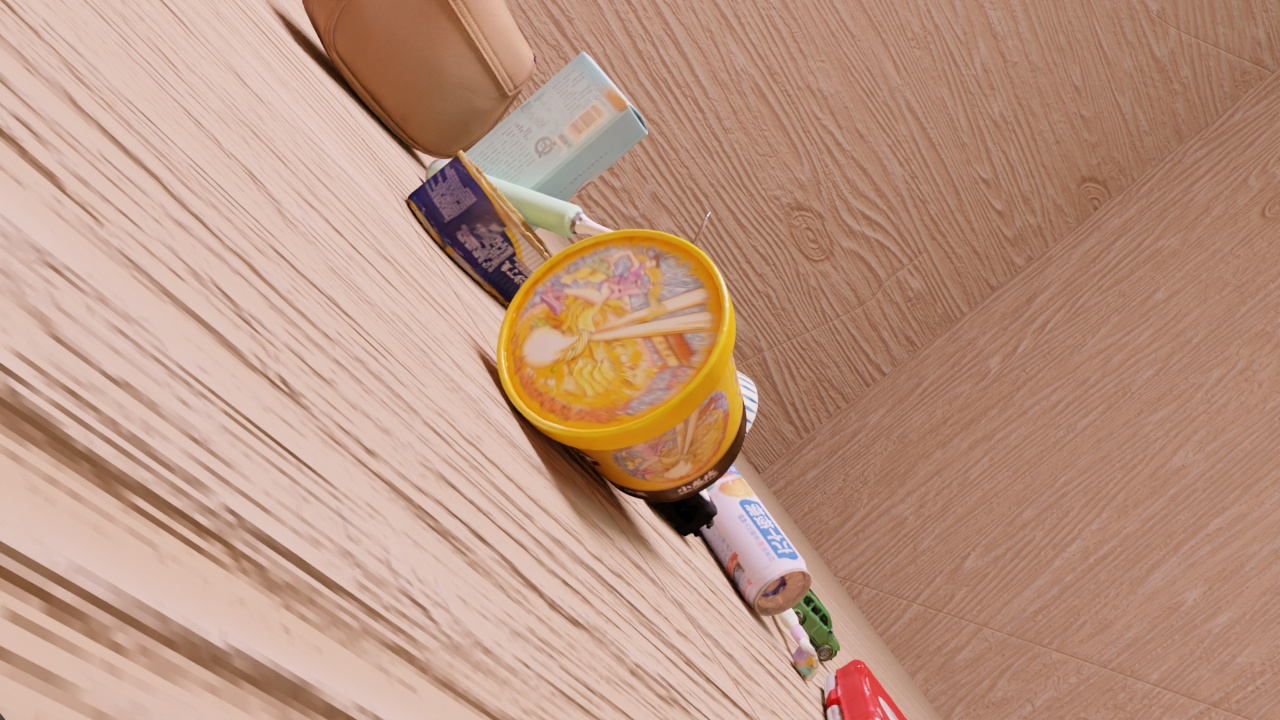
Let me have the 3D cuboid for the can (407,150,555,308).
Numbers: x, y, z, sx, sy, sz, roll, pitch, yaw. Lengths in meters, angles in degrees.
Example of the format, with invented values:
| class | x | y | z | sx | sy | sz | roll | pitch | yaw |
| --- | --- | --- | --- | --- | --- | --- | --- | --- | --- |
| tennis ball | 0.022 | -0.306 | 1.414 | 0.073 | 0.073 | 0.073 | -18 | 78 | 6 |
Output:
| class | x | y | z | sx | sy | sz | roll | pitch | yaw |
| --- | --- | --- | --- | --- | --- | --- | --- | --- | --- |
| can | -0.103 | -0.085 | 0.648 | 0.074 | 0.049 | 0.148 | 53 | 3 | 28 |

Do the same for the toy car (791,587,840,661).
| class | x | y | z | sx | sy | sz | roll | pitch | yaw |
| --- | --- | --- | --- | --- | --- | --- | --- | --- | --- |
| toy car | 0.155 | 0.238 | 0.848 | 0.091 | 0.036 | 0.043 | 55 | 0 | -21 |

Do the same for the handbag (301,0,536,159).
| class | x | y | z | sx | sy | sz | roll | pitch | yaw |
| --- | --- | --- | --- | --- | --- | --- | --- | --- | --- |
| handbag | -0.180 | -0.269 | 0.762 | 0.099 | 0.148 | 0.204 | 55 | 0 | 25 |

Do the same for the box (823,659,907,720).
| class | x | y | z | sx | sy | sz | roll | pitch | yaw |
| --- | --- | --- | --- | --- | --- | --- | --- | --- | --- |
| box | 0.162 | 0.264 | 0.632 | 0.086 | 0.047 | 0.201 | 52 | 3 | 12 |

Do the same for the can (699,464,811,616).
| class | x | y | z | sx | sy | sz | roll | pitch | yaw |
| --- | --- | --- | --- | --- | --- | --- | --- | --- | --- |
| can | 0.078 | 0.133 | 0.720 | 0.053 | 0.053 | 0.134 | 49 | 4 | -45 |

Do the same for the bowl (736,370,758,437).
| class | x | y | z | sx | sy | sz | roll | pitch | yaw |
| --- | --- | --- | --- | --- | --- | --- | --- | --- | --- |
| bowl | 0.062 | 0.051 | 0.990 | 0.066 | 0.116 | 0.116 | 34 | 12 | -29 |

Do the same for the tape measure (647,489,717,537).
| class | x | y | z | sx | sy | sz | roll | pitch | yaw |
| --- | --- | --- | --- | --- | --- | --- | --- | --- | --- |
| tape measure | 0.019 | 0.082 | 0.636 | 0.066 | 0.033 | 0.066 | 51 | 4 | -42 |

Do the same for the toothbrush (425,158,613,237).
| class | x | y | z | sx | sy | sz | roll | pitch | yaw |
| --- | --- | --- | --- | --- | --- | --- | --- | --- | --- |
| toothbrush | -0.076 | -0.116 | 0.707 | 0.225 | 0.026 | 0.027 | 22 | -11 | 25 |

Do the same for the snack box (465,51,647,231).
| class | x | y | z | sx | sy | sz | roll | pitch | yaw |
| --- | --- | --- | --- | --- | --- | --- | --- | --- | --- |
| snack box | -0.084 | -0.170 | 0.771 | 0.074 | 0.175 | 0.051 | 54 | 7 | 26 |

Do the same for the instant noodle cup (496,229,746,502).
| class | x | y | z | sx | sy | sz | roll | pitch | yaw |
| --- | --- | --- | --- | --- | --- | --- | --- | --- | --- |
| instant noodle cup | 0.000 | 0.011 | 0.486 | 0.118 | 0.118 | 0.114 | 54 | -4 | 35 |

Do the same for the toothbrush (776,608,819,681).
| class | x | y | z | sx | sy | sz | roll | pitch | yaw |
| --- | --- | --- | --- | --- | --- | --- | --- | --- | --- |
| toothbrush | 0.116 | 0.208 | 0.756 | 0.189 | 0.020 | 0.029 | -116 | -163 | -82 |

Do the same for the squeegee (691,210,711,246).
| class | x | y | z | sx | sy | sz | roll | pitch | yaw |
| --- | --- | --- | --- | --- | --- | --- | --- | --- | --- |
| squeegee | 0.033 | 0.025 | 0.899 | 0.248 | 0.040 | 0.249 | 118 | -31 | -57 |
